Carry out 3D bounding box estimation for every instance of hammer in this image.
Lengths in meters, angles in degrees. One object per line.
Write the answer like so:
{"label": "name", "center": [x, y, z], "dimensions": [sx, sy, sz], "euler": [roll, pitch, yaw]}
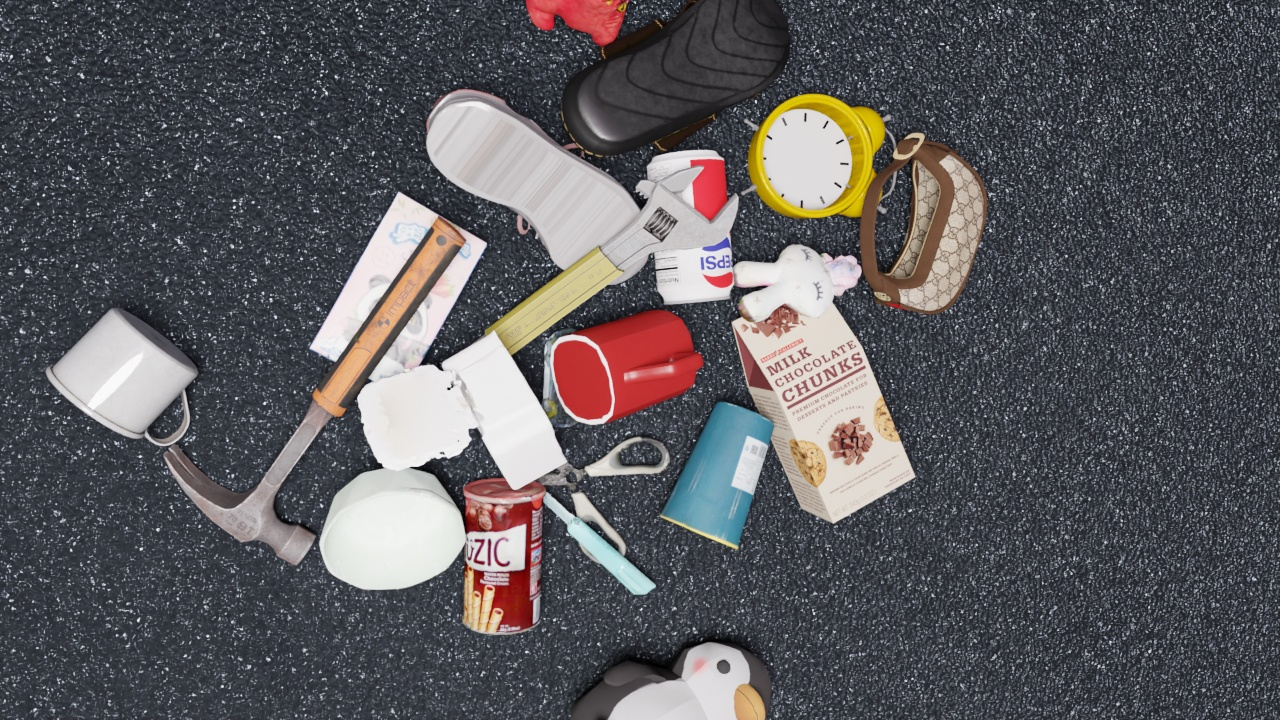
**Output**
{"label": "hammer", "center": [-0.254, 0.010, 0.751], "dimensions": [0.137, 0.035, 0.314], "euler": [35, 96, -16]}

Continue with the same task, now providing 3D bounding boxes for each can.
{"label": "can", "center": [0.046, -0.120, 0.834], "dimensions": [0.070, 0.070, 0.132], "euler": [-6, 95, -15]}

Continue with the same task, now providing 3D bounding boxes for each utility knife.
{"label": "utility knife", "center": [-0.041, 0.171, 0.846], "dimensions": [0.022, 0.015, 0.141], "euler": [-40, 107, 17]}

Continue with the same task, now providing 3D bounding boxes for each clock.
{"label": "clock", "center": [0.174, -0.191, 0.876], "dimensions": [0.152, 0.052, 0.113], "euler": [1, 93, -10]}

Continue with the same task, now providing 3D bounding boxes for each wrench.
{"label": "wrench", "center": [-0.038, -0.074, 0.796], "dimensions": [0.274, 0.018, 0.083], "euler": [-36, 112, 12]}

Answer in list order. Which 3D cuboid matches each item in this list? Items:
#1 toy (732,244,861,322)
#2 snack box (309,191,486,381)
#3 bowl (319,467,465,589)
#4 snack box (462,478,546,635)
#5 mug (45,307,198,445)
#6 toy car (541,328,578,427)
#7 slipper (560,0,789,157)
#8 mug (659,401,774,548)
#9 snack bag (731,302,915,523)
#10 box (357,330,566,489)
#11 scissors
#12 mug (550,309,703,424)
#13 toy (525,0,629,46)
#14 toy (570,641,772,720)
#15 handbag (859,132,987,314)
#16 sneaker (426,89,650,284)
{"label": "toy", "center": [0.144, -0.074, 0.845], "dimensions": [0.122, 0.038, 0.079], "euler": [-12, 55, -5]}
{"label": "snack box", "center": [-0.207, -0.057, 0.791], "dimensions": [0.088, 0.033, 0.154], "euler": [29, 86, -16]}
{"label": "bowl", "center": [-0.211, 0.134, 0.777], "dimensions": [0.117, 0.061, 0.118], "euler": [-10, 129, -13]}
{"label": "snack box", "center": [-0.121, 0.170, 0.805], "dimensions": [0.072, 0.072, 0.121], "euler": [1, 97, -15]}
{"label": "mug", "center": [-0.396, 0.017, 0.728], "dimensions": [0.070, 0.084, 0.113], "euler": [-49, 137, -10]}
{"label": "toy car", "center": [-0.071, 0.015, 0.831], "dimensions": [0.038, 0.027, 0.089], "euler": [3, 90, -38]}
{"label": "slipper", "center": [0.032, -0.256, 0.820], "dimensions": [0.267, 0.076, 0.113], "euler": [-38, 97, -26]}
{"label": "mug", "center": [0.077, 0.104, 0.857], "dimensions": [0.078, 0.078, 0.121], "euler": [25, 82, -15]}
{"label": "snack bag", "center": [0.168, 0.036, 0.877], "dimensions": [0.094, 0.070, 0.206], "euler": [-27, 99, -12]}
{"label": "box", "center": [-0.148, 0.052, 0.742], "dimensions": [0.132, 0.152, 0.107], "euler": [-32, 64, -10]}
{"label": "scissors", "center": [-0.049, 0.118, 0.854], "dimensions": [0.170, 0.012, 0.157], "euler": [-14, 98, -9]}
{"label": "mug", "center": [-0.005, 0.005, 0.790], "dimensions": [0.096, 0.117, 0.080], "euler": [-19, 102, -38]}
{"label": "toy", "center": [-0.064, -0.333, 0.781], "dimensions": [0.133, 0.094, 0.088], "euler": [9, 91, -14]}
{"label": "toy", "center": [0.033, 0.328, 0.846], "dimensions": [0.183, 0.140, 0.159], "euler": [-22, 99, -28]}
{"label": "handbag", "center": [0.265, -0.131, 0.877], "dimensions": [0.138, 0.063, 0.166], "euler": [20, 88, -39]}
{"label": "sneaker", "center": [-0.086, -0.156, 0.795], "dimensions": [0.099, 0.089, 0.236], "euler": [-42, 129, 16]}
